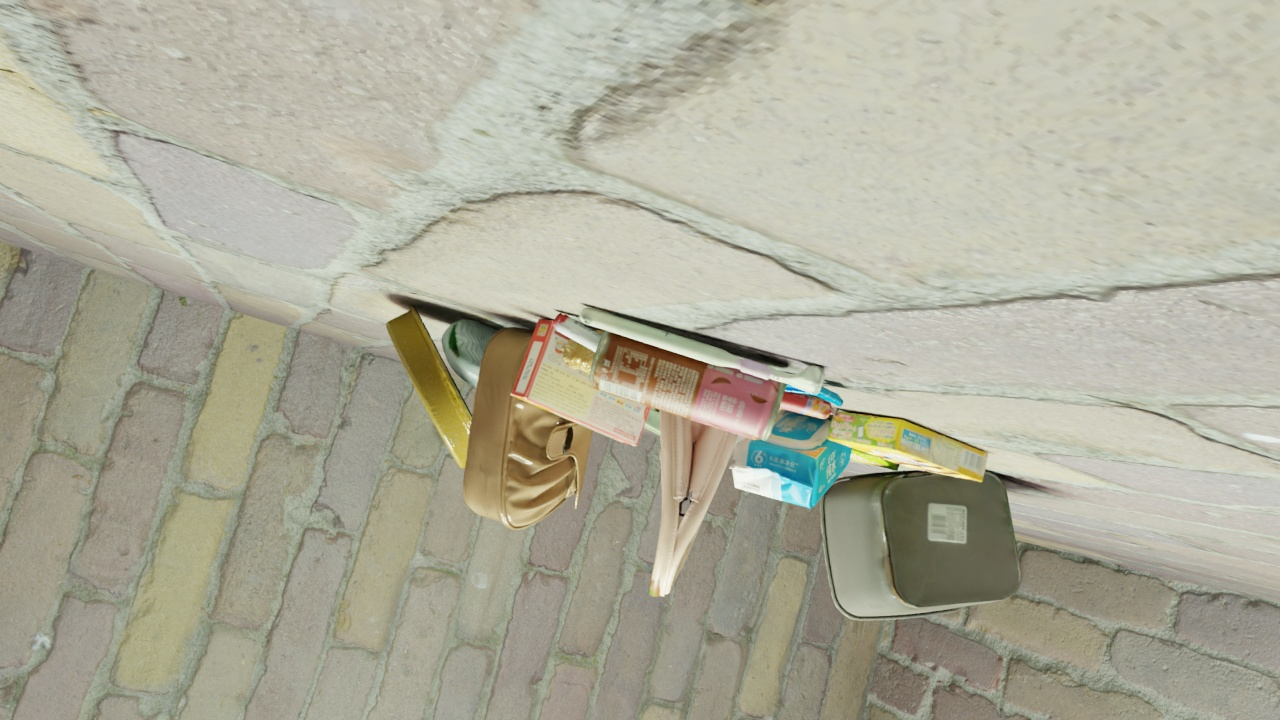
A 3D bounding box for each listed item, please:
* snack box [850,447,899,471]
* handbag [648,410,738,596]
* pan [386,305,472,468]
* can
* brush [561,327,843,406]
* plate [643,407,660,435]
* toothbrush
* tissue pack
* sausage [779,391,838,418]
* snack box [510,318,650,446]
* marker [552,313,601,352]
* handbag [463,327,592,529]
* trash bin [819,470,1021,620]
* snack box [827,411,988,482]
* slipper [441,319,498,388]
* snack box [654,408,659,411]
[{"bbox_3d":[0.261,0.104,1.103,0.086,0.026,0.156,14,174,24],"label":"snack box"},{"bbox_3d":[0.048,0.141,0.996,0.093,0.234,0.193,11,172,5],"label":"handbag"},{"bbox_3d":[-0.209,0.066,1.131,0.197,0.078,0.358,57,168,30],"label":"pan"},{"bbox_3d":[0.037,0.016,0.721,0.147,0.058,0.058,18,174,5],"label":"can"},{"bbox_3d":[0.048,0.010,0.791,0.255,0.045,0.083,9,167,25],"label":"brush"},{"bbox_3d":[-0.003,0.074,1.288,0.230,0.027,0.230,30,175,2],"label":"plate"},{"bbox_3d":[0.044,-0.009,0.690,0.189,0.020,0.029,16,144,7],"label":"toothbrush"},{"bbox_3d":[0.161,0.098,0.961,0.090,0.063,0.139,12,-158,29],"label":"tissue pack"},{"bbox_3d":[0.110,0.030,0.867,0.156,0.020,0.020,14,174,16],"label":"sausage"},{"bbox_3d":[-0.049,0.024,0.886,0.027,0.077,0.155,11,168,46],"label":"snack box"},{"bbox_3d":[-0.009,0.001,0.765,0.145,0.017,0.017,29,175,7],"label":"marker"},{"bbox_3d":[-0.104,0.071,0.954,0.100,0.204,0.147,14,-170,35],"label":"handbag"},{"bbox_3d":[0.351,0.225,1.156,0.199,0.198,0.220,-5,166,-2],"label":"trash bin"},{"bbox_3d":[0.262,0.084,0.898,0.140,0.033,0.087,22,171,-34],"label":"snack box"},{"bbox_3d":[-0.162,0.026,1.086,0.074,0.104,0.245,-29,152,14],"label":"slipper"},{"bbox_3d":[0.058,0.062,1.226,0.085,0.027,0.157,16,174,8],"label":"snack box"}]
